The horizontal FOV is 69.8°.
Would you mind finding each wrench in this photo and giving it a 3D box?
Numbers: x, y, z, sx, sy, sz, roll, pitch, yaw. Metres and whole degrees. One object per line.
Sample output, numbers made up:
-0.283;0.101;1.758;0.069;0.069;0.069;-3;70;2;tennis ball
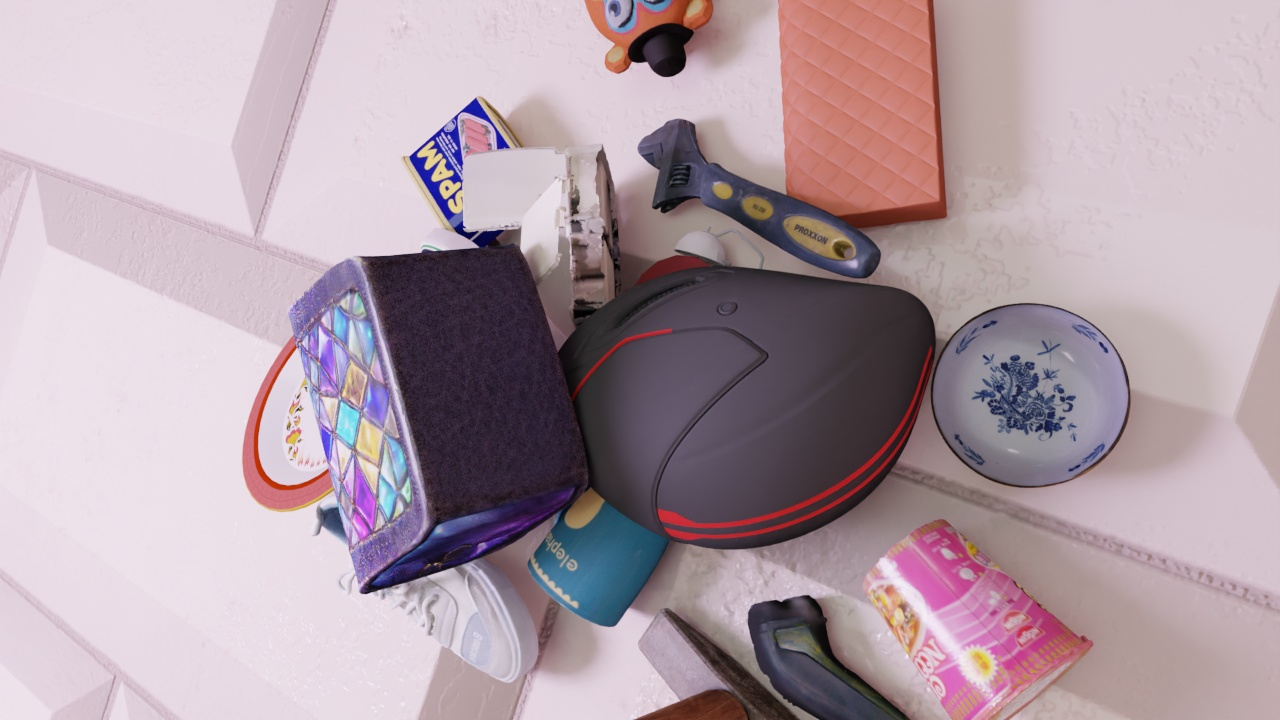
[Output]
0.074;-0.118;0.669;0.273;0.022;0.073;39;106;48;wrench

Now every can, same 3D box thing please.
-0.145;-0.165;0.815;0.092;0.056;0.116;-38;66;9;can

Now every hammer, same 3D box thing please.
0.001;0.223;0.537;0.158;0.300;0.037;38;101;28;hammer

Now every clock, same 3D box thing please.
0.043;-0.043;0.704;0.125;0.044;0.087;-49;63;14;clock

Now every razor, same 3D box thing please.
0.135;0.214;0.614;0.151;0.054;0.067;33;82;23;razor

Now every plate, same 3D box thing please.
-0.293;0.035;0.865;0.230;0.021;0.229;-20;54;29;plate

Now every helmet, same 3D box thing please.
0.072;0.034;0.597;0.264;0.164;0.169;-25;45;-1;helmet

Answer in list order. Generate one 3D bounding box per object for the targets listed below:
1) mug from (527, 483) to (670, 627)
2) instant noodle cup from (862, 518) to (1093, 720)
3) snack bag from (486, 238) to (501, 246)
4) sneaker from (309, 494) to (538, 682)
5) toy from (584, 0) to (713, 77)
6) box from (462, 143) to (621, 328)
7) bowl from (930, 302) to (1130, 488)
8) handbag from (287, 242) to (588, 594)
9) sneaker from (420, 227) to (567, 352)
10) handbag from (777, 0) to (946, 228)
-0.028;0.128;0.704;0.104;0.084;0.112;-54;33;4;mug
0.198;0.160;0.563;0.098;0.097;0.108;-49;56;14;instant noodle cup
-0.171;-0.039;0.839;0.158;0.013;0.057;-47;60;13;snack bag
-0.187;0.186;0.758;0.242;0.090;0.090;36;123;31;sneaker
0.002;-0.310;0.748;0.112;0.096;0.176;-25;82;23;toy
-0.078;-0.097;0.679;0.106;0.193;0.143;-5;73;5;box
0.246;0.024;0.579;0.114;0.045;0.114;-5;80;28;bowl
-0.151;0.040;0.630;0.223;0.125;0.204;-30;74;52;handbag
-0.123;-0.021;0.736;0.079;0.084;0.235;-40;60;-11;sneaker
0.154;-0.182;0.653;0.109;0.060;0.171;-4;83;23;handbag
